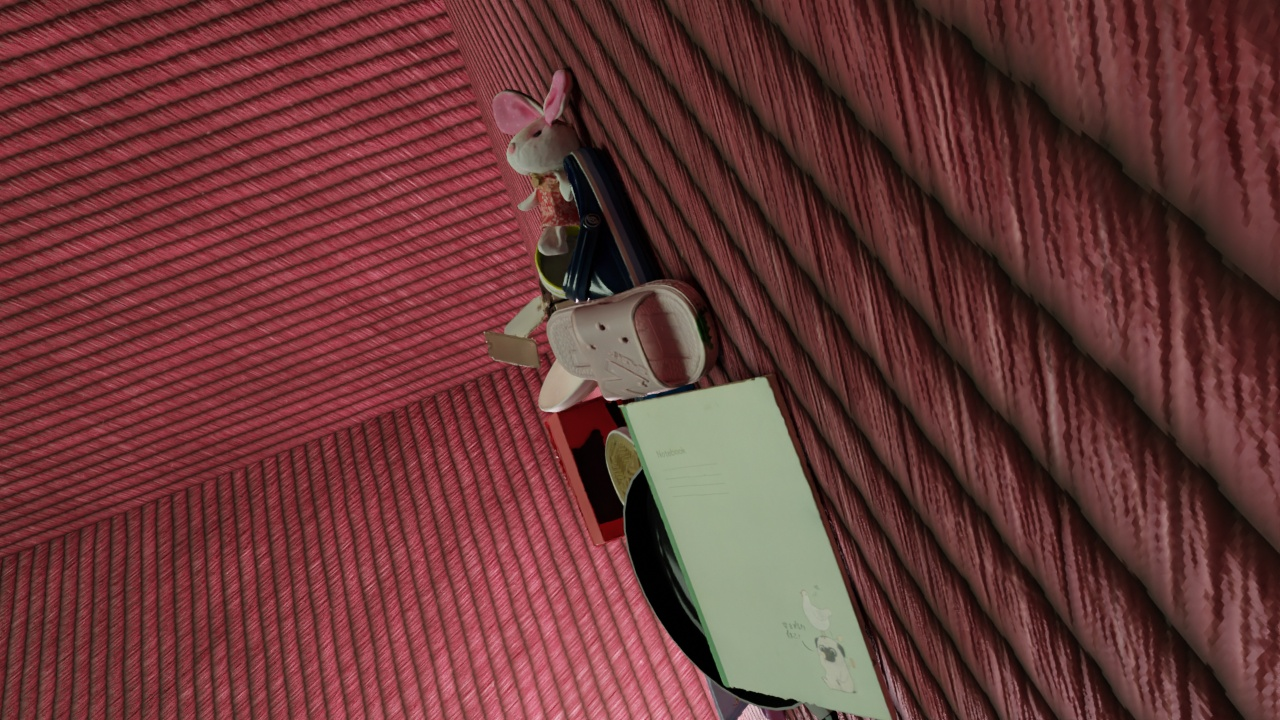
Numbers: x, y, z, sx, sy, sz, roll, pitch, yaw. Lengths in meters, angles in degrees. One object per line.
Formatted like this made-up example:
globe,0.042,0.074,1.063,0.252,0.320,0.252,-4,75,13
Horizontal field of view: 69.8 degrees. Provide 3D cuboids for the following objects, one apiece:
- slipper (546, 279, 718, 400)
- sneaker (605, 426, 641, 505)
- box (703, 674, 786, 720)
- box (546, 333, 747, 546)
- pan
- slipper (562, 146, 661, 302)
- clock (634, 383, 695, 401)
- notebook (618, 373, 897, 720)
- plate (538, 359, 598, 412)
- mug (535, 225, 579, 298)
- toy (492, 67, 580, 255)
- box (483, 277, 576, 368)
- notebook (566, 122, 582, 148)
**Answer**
slipper,-0.024,-0.011,0.816,0.240,0.064,0.094,-3,114,55
sneaker,0.064,0.138,0.846,0.241,0.087,0.118,44,139,29
box,0.129,0.390,1.206,0.077,0.096,0.214,-69,-34,-57
box,0.022,0.121,1.276,0.326,0.152,0.213,-28,80,50
pan,0.109,0.225,0.732,0.356,0.034,0.226,50,142,21
slipper,-0.036,-0.092,0.922,0.105,0.095,0.252,103,149,-74
clock,0.044,0.087,0.968,0.117,0.060,0.161,137,110,-82
notebook,0.079,0.140,0.685,0.182,0.010,0.252,-15,97,54
plate,-0.079,0.005,1.330,0.034,0.182,0.182,37,-175,-20
mug,-0.087,-0.121,1.132,0.106,0.082,0.082,160,89,-85
toy,-0.104,-0.216,1.022,0.159,0.084,0.194,8,111,51
box,-0.127,-0.056,1.312,0.143,0.191,0.069,-108,1,-51
notebook,-0.051,-0.160,1.145,0.250,0.014,0.178,83,165,-64
